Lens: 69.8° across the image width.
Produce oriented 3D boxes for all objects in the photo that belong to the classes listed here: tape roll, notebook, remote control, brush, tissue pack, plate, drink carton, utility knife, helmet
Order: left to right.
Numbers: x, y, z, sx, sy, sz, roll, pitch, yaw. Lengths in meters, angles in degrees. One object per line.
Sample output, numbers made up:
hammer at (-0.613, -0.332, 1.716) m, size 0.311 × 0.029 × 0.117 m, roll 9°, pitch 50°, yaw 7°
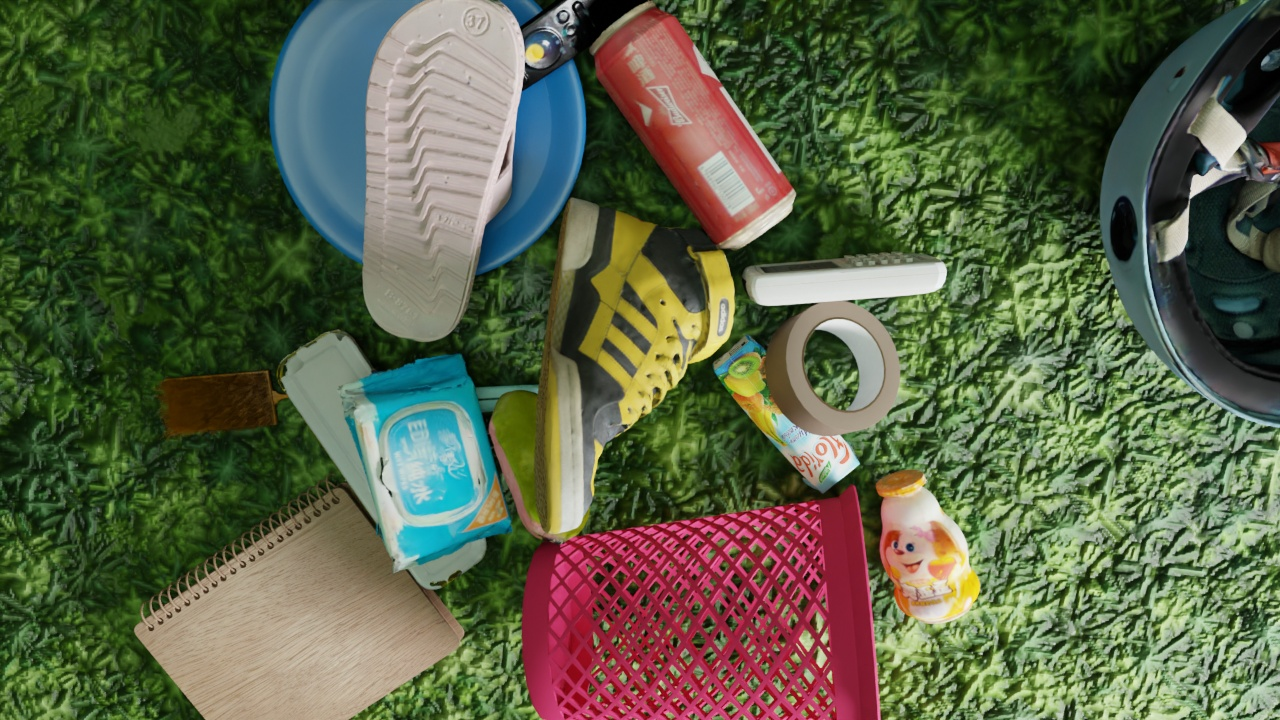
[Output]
brush at (-0.302, 0.031, 0.700) m, size 0.126 × 0.017 × 0.048 m, roll -5°, pitch 99°, yaw 3°
notebook at (-0.273, 0.211, 0.728) m, size 0.210 × 0.022 × 0.169 m, roll -34°, pitch 98°, yaw 7°
tissue pack at (-0.152, 0.071, 0.651) m, size 0.092 × 0.062 × 0.144 m, roll -17°, pitch 96°, yaw -18°
plate at (-0.150, -0.170, 0.658) m, size 0.224 × 0.024 × 0.224 m, roll 0°, pitch 100°, yaw 1°
utility knife at (-0.107, 0.028, 0.697) m, size 0.120 × 0.015 × 0.022 m, roll -4°, pitch 92°, yaw -1°
remote control at (-0.049, -0.227, 0.617) m, size 0.152 × 0.041 × 0.020 m, roll -34°, pitch 53°, yaw 4°
drink carton at (0.107, 0.041, 0.678) m, size 0.044 × 0.038 × 0.129 m, roll -41°, pitch 96°, yaw 7°
tape roll at (0.137, 0.006, 0.654) m, size 0.093 × 0.030 × 0.093 m, roll 5°, pitch 77°, yaw -20°
remote control at (0.142, -0.059, 0.650) m, size 0.138 × 0.060 × 0.025 m, roll -4°, pitch 103°, yaw 2°
helmet at (0.406, -0.095, 0.581) m, size 0.225 × 0.166 × 0.266 m, roll 4°, pitch 98°, yaw 3°

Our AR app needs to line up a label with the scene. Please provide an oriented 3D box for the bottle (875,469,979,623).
bottle at (0.208, 0.136, 0.680) m, size 0.063 × 0.063 × 0.109 m, roll -20°, pitch 98°, yaw 5°

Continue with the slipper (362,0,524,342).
slipper at (-0.135, -0.128, 0.621) m, size 0.094 × 0.064 × 0.240 m, roll 17°, pitch 117°, yaw 1°

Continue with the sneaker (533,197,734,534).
sneaker at (-0.004, 0.003, 0.614) m, size 0.122 × 0.086 × 0.238 m, roll 7°, pitch 65°, yaw -8°

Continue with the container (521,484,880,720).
container at (0.043, 0.186, 0.647) m, size 0.226 × 0.183 × 0.183 m, roll -5°, pitch 99°, yaw 10°

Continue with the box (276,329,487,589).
box at (-0.193, 0.075, 0.694) m, size 0.065 × 0.045 × 0.210 m, roll -34°, pitch 99°, yaw -13°

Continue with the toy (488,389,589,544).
toy at (-0.069, 0.076, 0.654) m, size 0.051 × 0.090 × 0.109 m, roll -27°, pitch 58°, yaw 17°

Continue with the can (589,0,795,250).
can at (0.036, -0.159, 0.633) m, size 0.067 × 0.067 × 0.170 m, roll -36°, pitch 97°, yaw 7°
